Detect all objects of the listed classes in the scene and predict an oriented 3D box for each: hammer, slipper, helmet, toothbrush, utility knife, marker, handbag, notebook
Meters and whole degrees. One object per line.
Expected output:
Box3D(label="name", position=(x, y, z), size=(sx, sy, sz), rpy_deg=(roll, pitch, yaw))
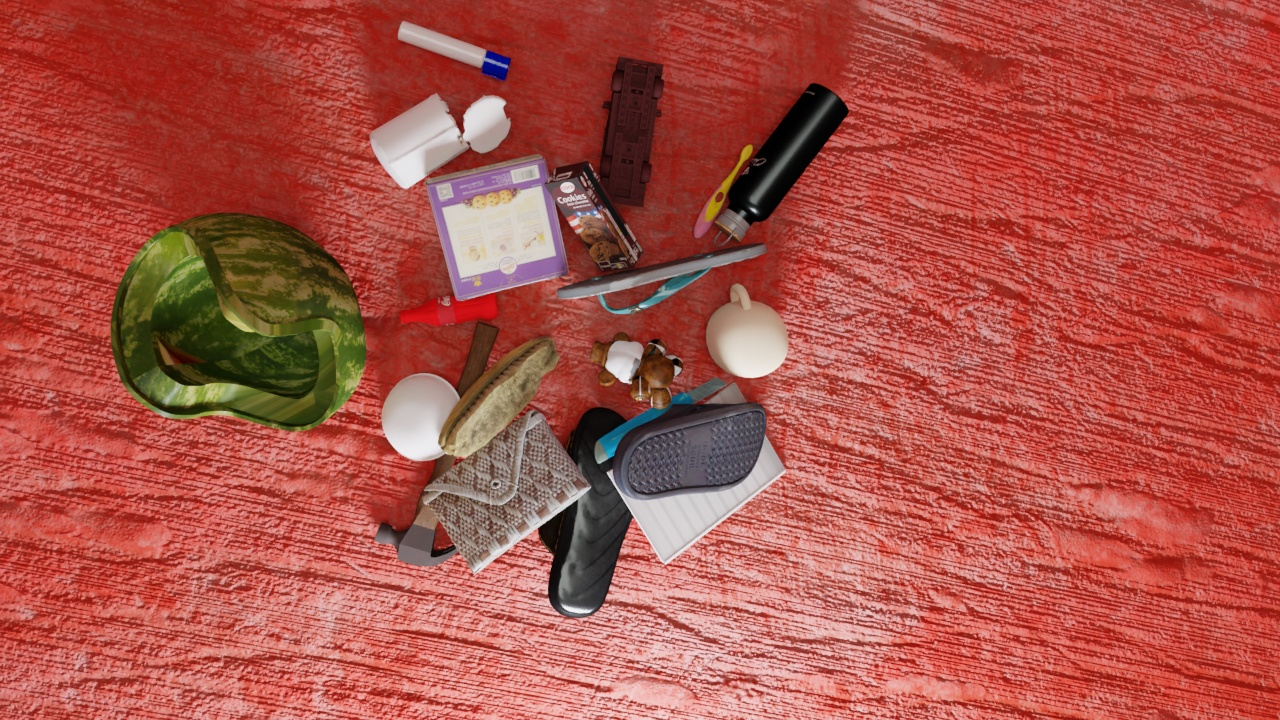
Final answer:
Box3D(label="hammer", position=(-0.241, 0.108, 1.171), size=(0.115, 0.033, 0.323), rpy_deg=(18, 95, -7))
Box3D(label="slipper", position=(0.052, 0.108, 1.132), size=(0.267, 0.083, 0.111), rpy_deg=(-7, 105, -44))
Box3D(label="helmet", position=(-0.429, -0.046, 1.023), size=(0.213, 0.247, 0.243), rpy_deg=(-35, 59, 16))
Box3D(label="toothbrush", position=(0.105, -0.216, 1.171), size=(0.021, 0.016, 0.135), rpy_deg=(30, 96, -11))
Box3D(label="utility knife", position=(0.026, 0.072, 1.180), size=(0.205, 0.015, 0.031), rpy_deg=(-28, 83, -17))
Box3D(label="slipper", position=(-0.067, 0.194, 1.183), size=(0.113, 0.076, 0.267), rpy_deg=(13, 82, -17))
Box3D(label="slipper", position=(0.032, -0.096, 1.138), size=(0.268, 0.098, 0.055), rpy_deg=(-14, 98, -5))
Box3D(label="marker", position=(-0.224, -0.374, 1.107), size=(0.133, 0.023, 0.027), rpy_deg=(17, 117, -9))
Box3D(label="handbag", position=(-0.168, 0.160, 1.130), size=(0.186, 0.047, 0.124), rpy_deg=(-37, 82, 2))
Box3D(label="notebook", position=(0.077, 0.145, 1.191), size=(0.209, 0.009, 0.142), rpy_deg=(-34, 100, -18))

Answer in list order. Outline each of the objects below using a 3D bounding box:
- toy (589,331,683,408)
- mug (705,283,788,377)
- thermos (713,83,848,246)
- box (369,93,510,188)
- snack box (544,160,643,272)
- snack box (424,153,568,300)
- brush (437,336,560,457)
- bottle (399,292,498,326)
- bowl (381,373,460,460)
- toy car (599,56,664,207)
Box3D(label="toy", position=(-0.007, 0.007, 1.168), size=(0.113, 0.067, 0.087), rpy_deg=(17, 66, 10))
Box3D(label="mug", position=(0.135, -0.037, 1.156), size=(0.096, 0.099, 0.120), rpy_deg=(-13, 99, -5))
Box3D(label="thermos", position=(0.166, -0.236, 1.150), size=(0.061, 0.061, 0.231), rpy_deg=(37, 93, -10))
Box3D(label="box", position=(-0.234, -0.271, 1.091), size=(0.166, 0.092, 0.083), rpy_deg=(-34, 139, -3))
Box3D(label="snack box", position=(-0.055, -0.171, 1.109), size=(0.141, 0.051, 0.031), rpy_deg=(56, 47, -35))
Box3D(label="snack box", position=(-0.171, -0.160, 1.107), size=(0.143, 0.040, 0.148), rpy_deg=(-15, 112, -11))
Box3D(label="brush", position=(-0.172, 0.043, 1.137), size=(0.195, 0.043, 0.059), rpy_deg=(-46, 127, -18))
Box3D(label="bottle", position=(-0.238, -0.062, 1.142), size=(0.119, 0.036, 0.036), rpy_deg=(-8, 99, -5))
Box3D(label="bowl", position=(-0.278, 0.070, 1.135), size=(0.110, 0.040, 0.110), rpy_deg=(-1, 87, 13))
Box3D(label="toy car", position=(-0.013, -0.276, 1.124), size=(0.070, 0.062, 0.170), rpy_deg=(7, 97, -8))
